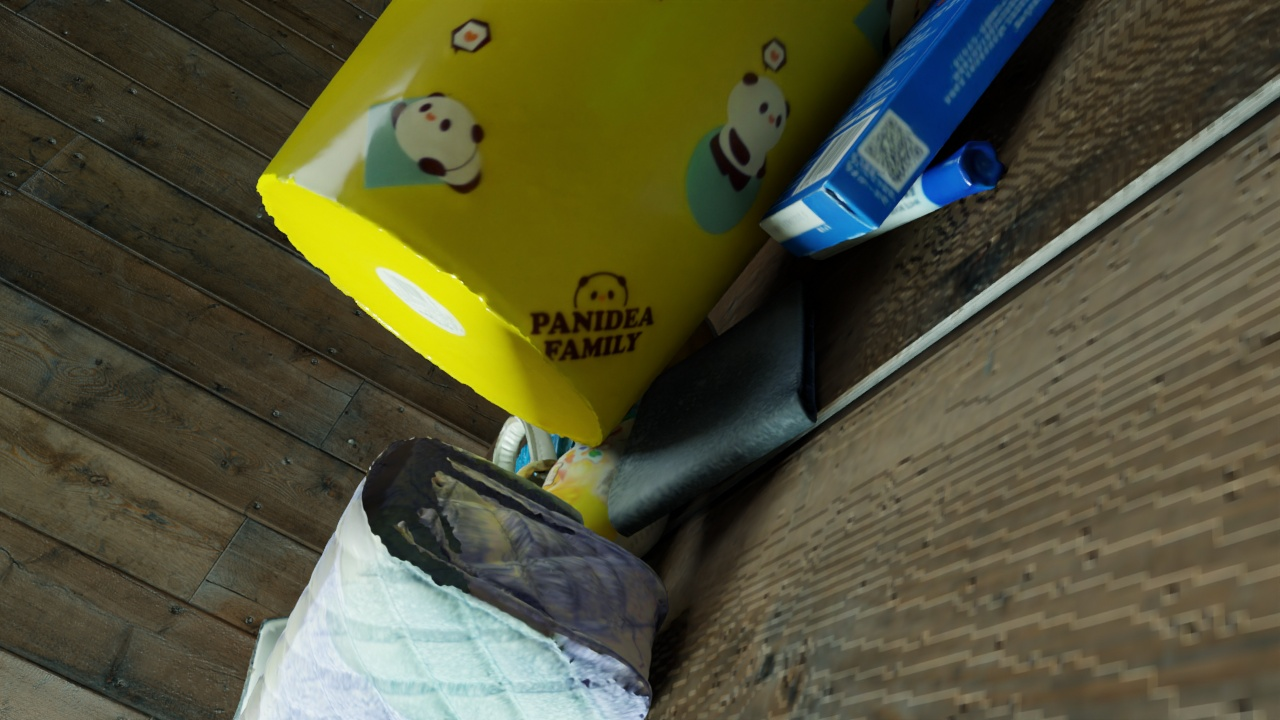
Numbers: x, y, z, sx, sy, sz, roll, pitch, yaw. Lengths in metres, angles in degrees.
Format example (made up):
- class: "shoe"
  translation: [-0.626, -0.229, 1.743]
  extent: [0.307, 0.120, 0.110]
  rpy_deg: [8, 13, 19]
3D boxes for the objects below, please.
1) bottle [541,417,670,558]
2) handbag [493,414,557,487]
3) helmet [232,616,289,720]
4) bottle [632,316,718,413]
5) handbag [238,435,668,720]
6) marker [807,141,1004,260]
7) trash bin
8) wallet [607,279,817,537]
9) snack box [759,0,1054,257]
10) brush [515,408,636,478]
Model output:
- class: "bottle"
  translation: [-0.014, 0.066, 0.450]
  extent: [0.108, 0.063, 0.063]
  rpy_deg: [-48, -1, -35]
- class: "handbag"
  translation: [-0.072, 0.108, 0.539]
  extent: [0.164, 0.063, 0.178]
  rpy_deg: [136, 146, -59]
- class: "helmet"
  translation: [-0.271, 0.300, 0.883]
  extent: [0.230, 0.157, 0.273]
  rpy_deg: [-59, -3, 22]
- class: "bottle"
  translation: [-0.003, 0.003, 0.584]
  extent: [0.068, 0.068, 0.190]
  rpy_deg: [-61, 8, -10]
- class: "handbag"
  translation: [-0.084, 0.133, 0.382]
  extent: [0.194, 0.134, 0.075]
  rpy_deg: [-54, 10, 31]
- class: "marker"
  translation: [0.097, -0.059, 0.368]
  extent: [0.017, 0.017, 0.146]
  rpy_deg: [-61, 8, -8]
- class: "trash bin"
  translation: [-0.022, -0.115, 0.434]
  extent: [0.254, 0.229, 0.230]
  rpy_deg: [-55, 6, -16]
- class: "wallet"
  translation: [0.035, 0.016, 0.400]
  extent: [0.097, 0.019, 0.120]
  rpy_deg: [-34, 18, 25]
- class: "snack box"
  translation: [0.111, -0.110, 0.348]
  extent: [0.157, 0.026, 0.084]
  rpy_deg: [-52, 6, -4]
- class: "brush"
  translation: [-0.053, 0.079, 0.635]
  extent: [0.315, 0.060, 0.109]
  rpy_deg: [122, 167, -48]
